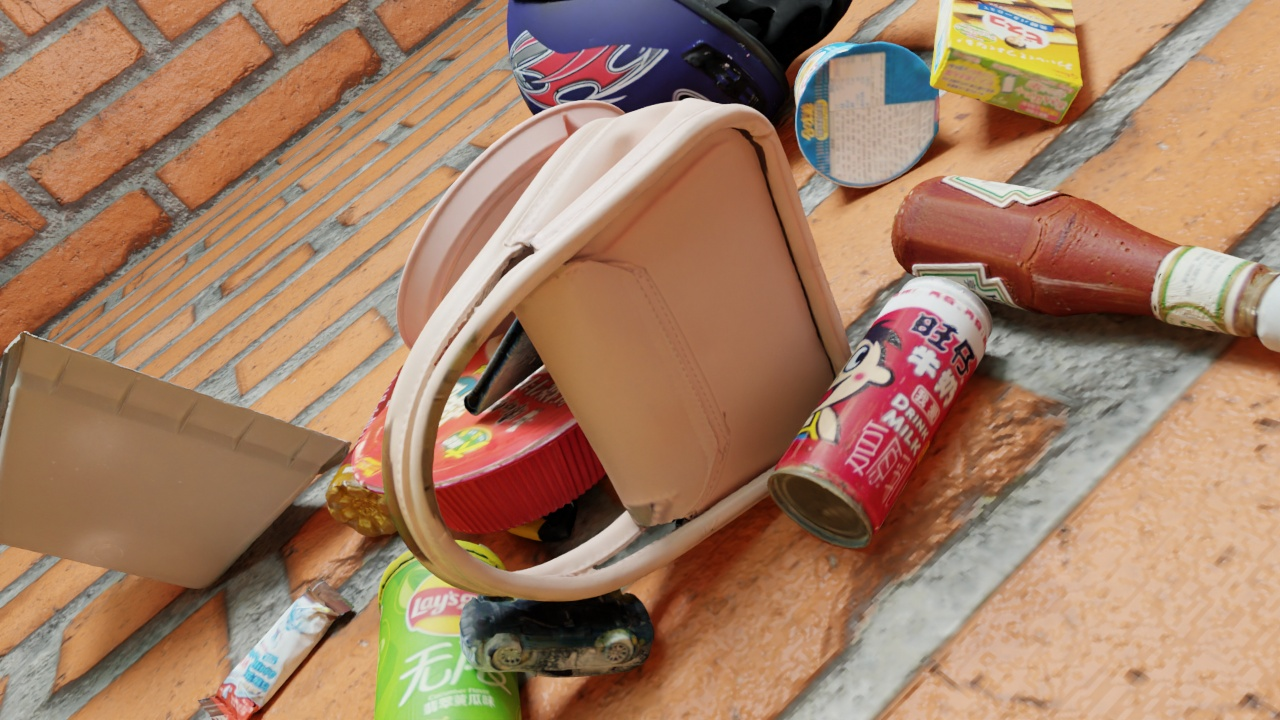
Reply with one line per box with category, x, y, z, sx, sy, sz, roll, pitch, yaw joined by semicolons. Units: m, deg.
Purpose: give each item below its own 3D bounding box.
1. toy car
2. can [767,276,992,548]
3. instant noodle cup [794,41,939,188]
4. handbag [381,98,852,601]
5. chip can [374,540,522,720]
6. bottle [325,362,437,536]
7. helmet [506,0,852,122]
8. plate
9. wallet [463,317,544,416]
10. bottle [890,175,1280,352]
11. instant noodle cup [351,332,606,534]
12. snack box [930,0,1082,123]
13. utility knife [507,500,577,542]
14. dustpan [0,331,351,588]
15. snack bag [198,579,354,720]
toy car;-0.039;0.127;0.426;0.090;0.034;0.043;4;30;-19
can;0.117;0.021;0.437;0.053;0.053;0.132;7;50;50
instant noodle cup;0.155;-0.188;0.669;0.099;0.099;0.109;-28;23;13
handbag;-0.012;0.010;0.426;0.233;0.193;0.093;-43;31;-26
chip can;-0.085;0.174;0.409;0.072;0.072;0.221;-33;30;5
bottle;-0.175;0.049;0.695;0.058;0.057;0.174;-18;34;29
helmet;0.029;-0.281;0.780;0.316;0.247;0.240;4;75;44
plate;-0.075;-0.080;0.662;0.229;0.230;0.028;-43;71;-13
wallet;-0.047;-0.022;0.508;0.097;0.019;0.121;-43;-3;-36
bottle;0.211;-0.046;0.436;0.059;0.060;0.206;-42;34;-12
instant noodle cup;-0.078;0.042;0.574;0.194;0.066;0.193;-21;23;9
snack box;0.246;-0.218;0.621;0.087;0.034;0.140;19;48;4
utility knife;-0.096;0.090;0.598;0.172;0.015;0.033;6;46;49
dustpan;-0.383;0.068;0.717;0.258;0.222;0.142;-50;34;24
snack bag;-0.233;0.188;0.589;0.048;0.026;0.104;19;59;41
